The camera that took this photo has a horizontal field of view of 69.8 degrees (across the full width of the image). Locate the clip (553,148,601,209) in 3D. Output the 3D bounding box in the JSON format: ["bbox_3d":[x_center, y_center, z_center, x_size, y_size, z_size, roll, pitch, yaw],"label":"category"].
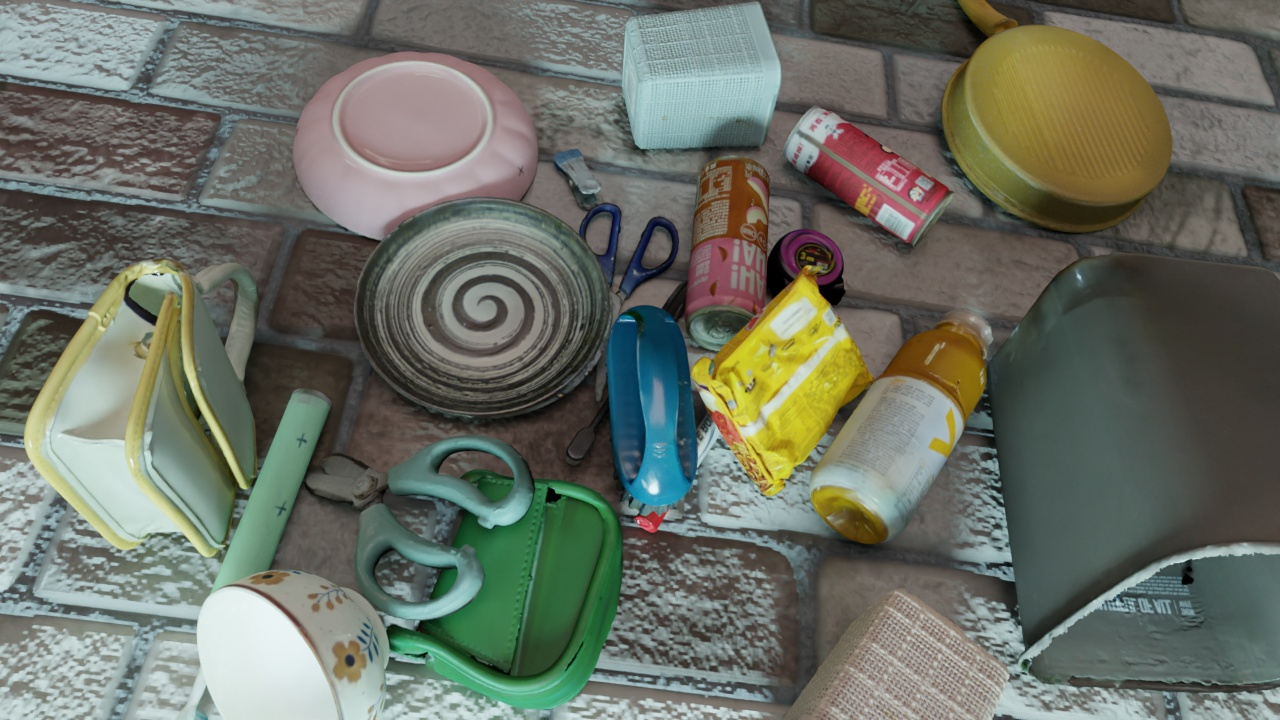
[{"bbox_3d":[-0.049,-0.146,0.731,0.025,0.032,0.057,-17,60,-19],"label":"clip"}]

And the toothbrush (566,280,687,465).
[{"bbox_3d":[-0.004,0.004,0.653,0.015,0.018,0.180,30,58,6],"label":"toothbrush"}]

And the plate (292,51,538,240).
[{"bbox_3d":[-0.176,-0.179,0.721,0.192,0.039,0.192,3,60,-6],"label":"plate"}]

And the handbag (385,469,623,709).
[{"bbox_3d":[-0.074,0.132,0.543,0.120,0.068,0.131,14,60,11],"label":"handbag"}]

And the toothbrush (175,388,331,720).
[{"bbox_3d":[-0.233,0.117,0.549,0.026,0.027,0.224,-8,54,28],"label":"toothbrush"}]

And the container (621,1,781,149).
[{"bbox_3d":[0.046,-0.231,0.753,0.111,0.090,0.090,-6,60,-8],"label":"container"}]

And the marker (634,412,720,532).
[{"bbox_3d":[0.041,0.056,0.626,0.017,0.017,0.145,31,61,11],"label":"marker"}]

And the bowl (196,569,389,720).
[{"bbox_3d":[-0.177,0.161,0.494,0.113,0.114,0.062,41,31,16],"label":"bowl"}]

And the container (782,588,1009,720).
[{"bbox_3d":[0.138,0.200,0.514,0.090,0.090,0.110,36,59,13],"label":"container"}]

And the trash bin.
[{"bbox_3d":[0.330,0.068,0.567,0.199,0.199,0.219,5,52,-7],"label":"trash bin"}]

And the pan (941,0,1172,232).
[{"bbox_3d":[0.347,-0.270,0.842,0.197,0.078,0.356,-4,67,-13],"label":"pan"}]

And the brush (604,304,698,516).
[{"bbox_3d":[0.007,0.024,0.591,0.055,0.074,0.143,0,59,-7],"label":"brush"}]

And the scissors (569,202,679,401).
[{"bbox_3d":[-0.030,-0.051,0.682,0.132,0.012,0.172,41,64,14],"label":"scissors"}]

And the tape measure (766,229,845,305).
[{"bbox_3d":[0.124,-0.068,0.697,0.057,0.039,0.057,-2,65,-9],"label":"tape measure"}]

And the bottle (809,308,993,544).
[{"bbox_3d":[0.185,0.038,0.626,0.068,0.068,0.189,34,61,12],"label":"bottle"}]

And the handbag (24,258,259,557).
[{"bbox_3d":[-0.255,0.011,0.528,0.063,0.164,0.178,11,59,-4],"label":"handbag"}]

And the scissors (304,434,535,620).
[{"bbox_3d":[-0.136,0.075,0.552,0.180,0.019,0.143,25,68,39],"label":"scissors"}]

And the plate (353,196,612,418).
[{"bbox_3d":[-0.109,-0.037,0.652,0.179,0.024,0.179,2,63,-5],"label":"plate"}]

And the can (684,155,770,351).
[{"bbox_3d":[0.066,-0.082,0.686,0.058,0.058,0.147,8,59,-3],"label":"can"}]

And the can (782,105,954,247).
[{"bbox_3d":[0.183,-0.150,0.744,0.133,0.053,0.053,38,62,14],"label":"can"}]

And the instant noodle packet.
[{"bbox_3d":[0.100,0.010,0.623,0.128,0.044,0.111,-43,115,-25],"label":"instant noodle packet"}]
